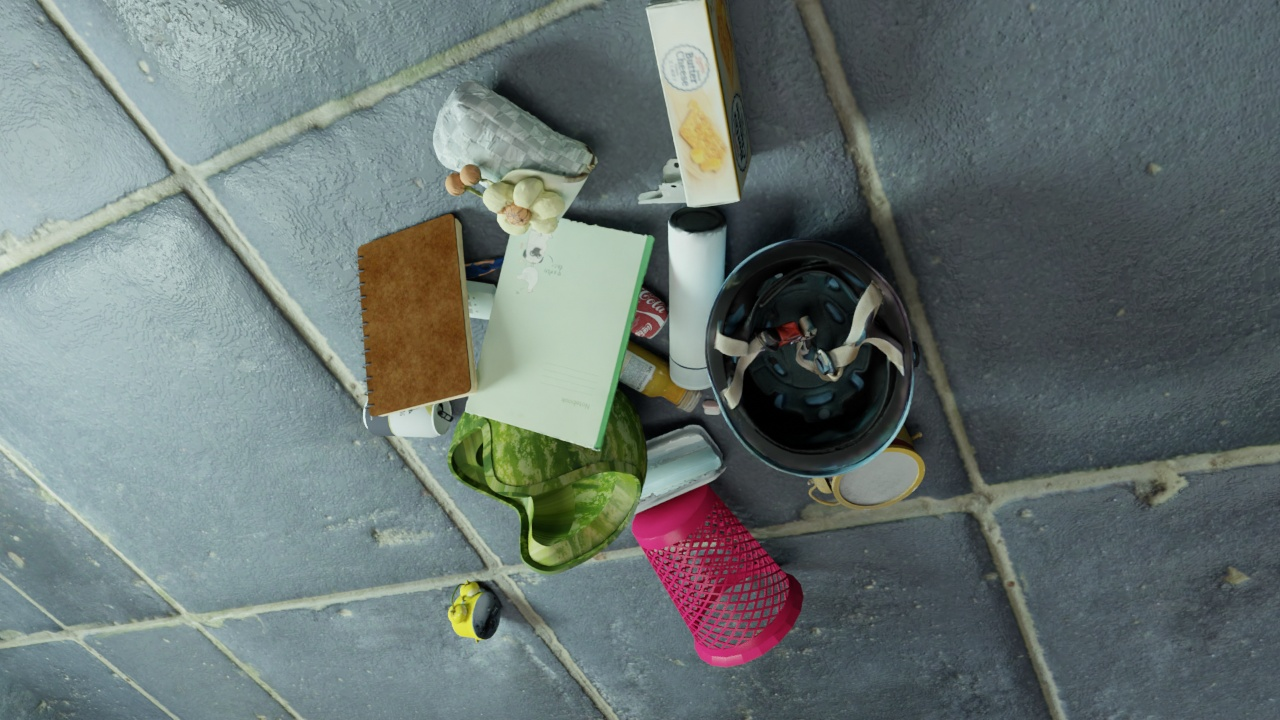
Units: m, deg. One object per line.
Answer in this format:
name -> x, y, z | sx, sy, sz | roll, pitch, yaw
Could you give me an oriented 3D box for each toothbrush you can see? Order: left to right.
toothbrush -> -0.189, -0.121, 1.156 | 0.135, 0.017, 0.021 | -13, 130, 24
toothbrush -> 0.172, 0.066, 1.212 | 0.181, 0.015, 0.018 | 2, 136, 15

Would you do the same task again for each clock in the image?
clock -> -0.293, 0.438, 1.607 | 0.057, 0.083, 0.119 | -5, 130, 27
clock -> 0.285, 0.134, 1.189 | 0.117, 0.081, 0.159 | 25, 123, -28

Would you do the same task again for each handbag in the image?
handbag -> -0.150, -0.213, 1.000 | 0.171, 0.123, 0.113 | 32, 145, -10

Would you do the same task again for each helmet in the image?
helmet -> -0.113, 0.118, 1.186 | 0.243, 0.247, 0.213 | -30, 135, -16
helmet -> 0.192, -0.009, 1.028 | 0.226, 0.166, 0.266 | -10, 100, 13

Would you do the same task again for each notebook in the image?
notebook -> -0.282, -0.053, 1.136 | 0.168, 0.225, 0.024 | -14, 166, 25
notebook -> -0.096, -0.039, 1.072 | 0.182, 0.010, 0.252 | 14, 89, 19

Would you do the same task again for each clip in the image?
clip -> 0.041, -0.193, 1.026 | 0.102, 0.038, 0.054 | 0, 141, 14

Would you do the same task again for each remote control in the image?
remote control -> -0.250, -0.085, 1.195 | 0.143, 0.024, 0.050 | 7, 140, 9

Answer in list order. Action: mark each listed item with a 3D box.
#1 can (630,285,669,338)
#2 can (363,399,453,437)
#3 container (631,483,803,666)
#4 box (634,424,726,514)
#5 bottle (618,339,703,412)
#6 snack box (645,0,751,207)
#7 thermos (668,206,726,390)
can -> -0.015, -0.072, 1.124 | 0.096, 0.053, 0.054 | 36, 129, -15
can -> -0.332, 0.079, 1.330 | 0.127, 0.064, 0.064 | 0, 129, 15
container -> 0.100, 0.294, 1.329 | 0.184, 0.182, 0.226 | -23, 112, 30
box -> 0.019, 0.184, 1.271 | 0.217, 0.109, 0.107 | -24, 134, 21
bottle -> -0.007, 0.007, 1.187 | 0.186, 0.053, 0.053 | 29, 130, -9
snack box -> 0.063, -0.268, 0.906 | 0.057, 0.104, 0.208 | -2, 128, 18
thermos -> 0.067, -0.069, 1.095 | 0.068, 0.067, 0.230 | 6, 129, 11
